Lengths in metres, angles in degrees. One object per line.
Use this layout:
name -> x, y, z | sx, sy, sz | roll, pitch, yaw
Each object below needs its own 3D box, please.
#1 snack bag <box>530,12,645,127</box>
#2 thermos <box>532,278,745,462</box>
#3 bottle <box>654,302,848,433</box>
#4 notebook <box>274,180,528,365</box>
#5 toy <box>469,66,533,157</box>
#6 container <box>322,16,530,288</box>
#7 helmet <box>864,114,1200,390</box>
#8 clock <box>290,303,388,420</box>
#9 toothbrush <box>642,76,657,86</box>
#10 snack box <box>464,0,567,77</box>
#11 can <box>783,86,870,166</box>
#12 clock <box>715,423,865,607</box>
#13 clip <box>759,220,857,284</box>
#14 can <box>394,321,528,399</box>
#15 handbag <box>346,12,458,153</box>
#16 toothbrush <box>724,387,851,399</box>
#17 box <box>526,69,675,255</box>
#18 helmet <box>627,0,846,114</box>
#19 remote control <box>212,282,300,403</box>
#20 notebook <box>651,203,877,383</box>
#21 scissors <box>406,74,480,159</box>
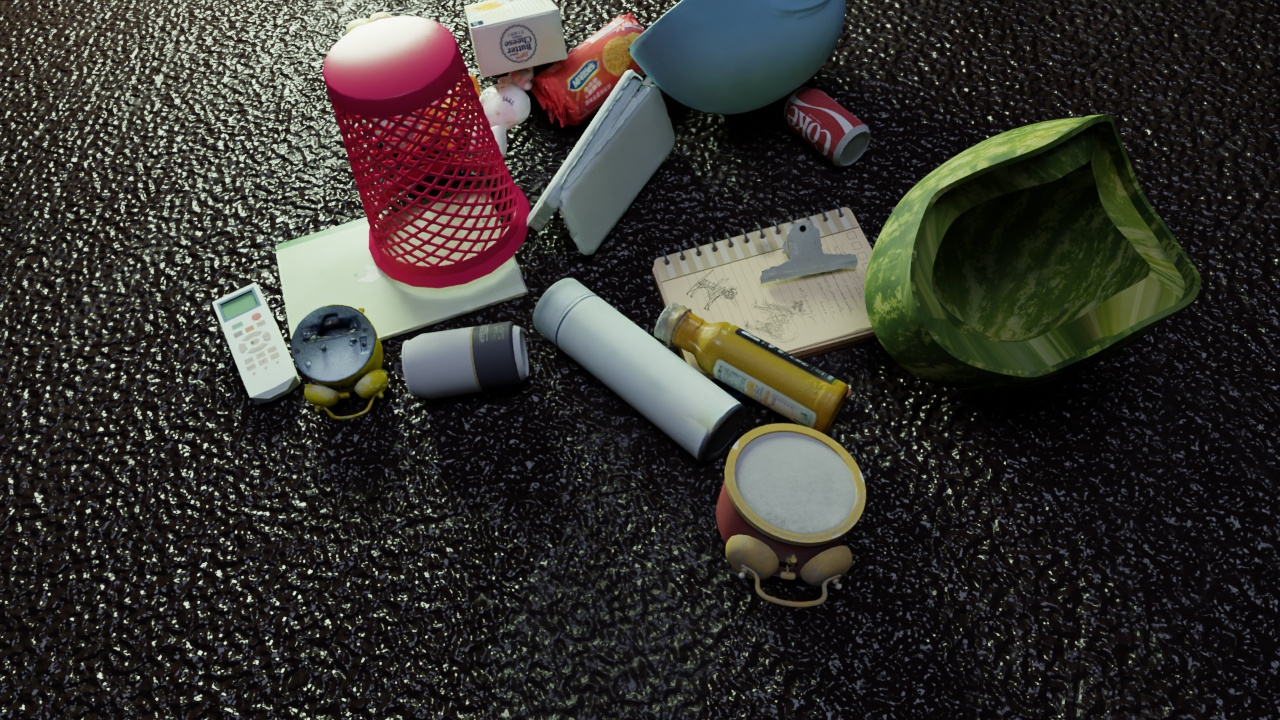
snack bag -> -0.056, -0.350, 1.113 | 0.176, 0.082, 0.082 | -42, 63, -19
thermos -> -0.005, 0.005, 0.884 | 0.230, 0.068, 0.067 | 38, 68, 26
bottle -> 0.101, 0.003, 0.861 | 0.186, 0.053, 0.053 | 29, 64, 17
notebook -> -0.269, -0.102, 1.013 | 0.252, 0.010, 0.181 | -19, 58, -7
toy -> -0.162, -0.295, 1.076 | 0.076, 0.037, 0.125 | 29, 93, 39
container -> -0.224, -0.217, 0.940 | 0.183, 0.226, 0.182 | -3, 54, 4
helmet -> 0.324, -0.084, 0.809 | 0.248, 0.242, 0.213 | -29, 91, 28
clock -> -0.298, 0.002, 0.916 | 0.083, 0.057, 0.118 | -13, 71, -6
toothbrush -> -0.023, -0.278, 1.097 | 0.016, 0.018, 0.180 | 20, 62, 18
snack box -> -0.154, -0.400, 1.113 | 0.104, 0.057, 0.207 | -15, 30, -5
can -> 0.211, -0.267, 1.043 | 0.054, 0.054, 0.096 | -33, 60, -15
clock -> 0.122, 0.137, 0.776 | 0.117, 0.081, 0.158 | 6, 48, -3
clip -> 0.167, -0.113, 0.935 | 0.101, 0.038, 0.054 | -11, 72, -3
can -> -0.178, 0.001, 0.905 | 0.127, 0.064, 0.064 | -8, 57, 0
handbag -> -0.291, -0.339, 1.100 | 0.112, 0.124, 0.171 | -23, 61, -23
toothbrush -> 0.135, 0.035, 0.883 | 0.135, 0.017, 0.021 | -3, 61, 1
box -> -0.027, -0.209, 1.011 | 0.110, 0.108, 0.215 | 32, 67, -7
helmet -> 0.120, -0.370, 1.029 | 0.265, 0.226, 0.167 | -33, 96, -26
remote control -> -0.400, -0.016, 0.961 | 0.049, 0.024, 0.143 | -28, 61, -12
notebook -> 0.137, -0.073, 0.945 | 0.225, 0.024, 0.167 | -15, 58, -4
scissors -> -0.239, -0.287, 1.057 | 0.125, 0.129, 0.011 | -55, 30, -4
